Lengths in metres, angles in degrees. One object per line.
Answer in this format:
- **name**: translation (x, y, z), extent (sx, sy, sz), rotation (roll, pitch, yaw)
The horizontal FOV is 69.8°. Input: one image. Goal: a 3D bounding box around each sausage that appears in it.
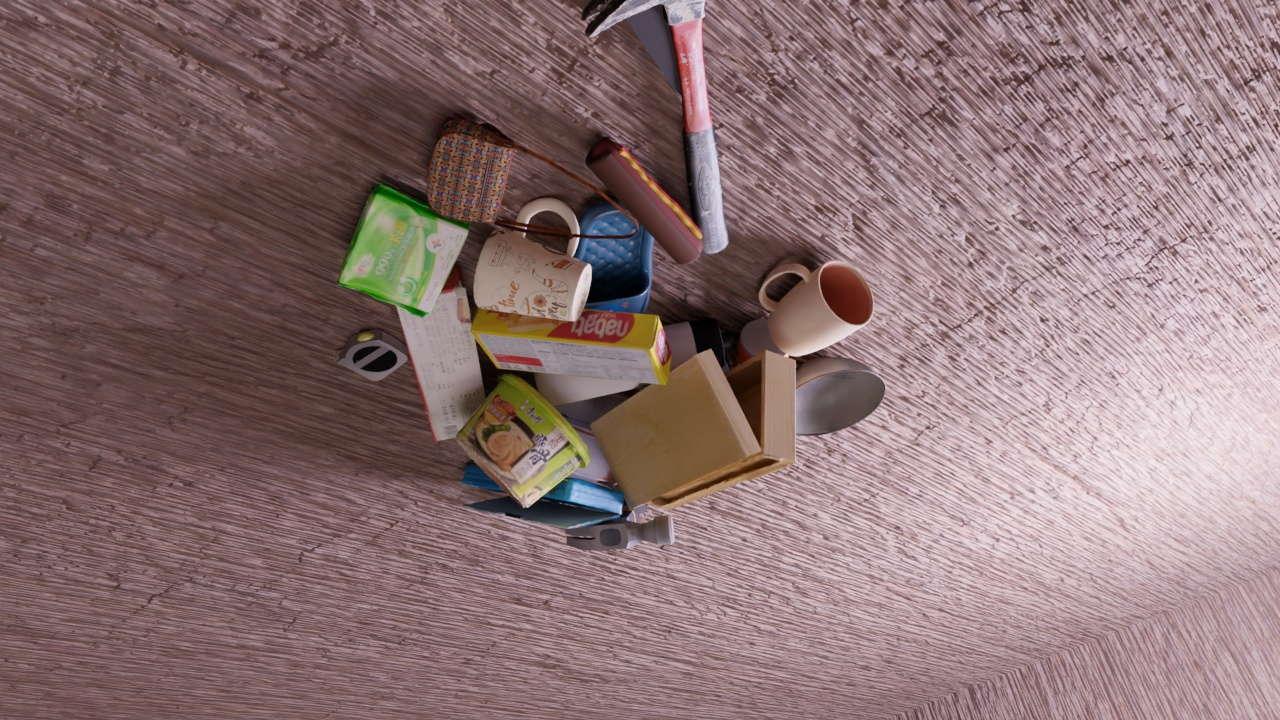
- **sausage**: translation (0.008, -0.150, 0.870), extent (0.040, 0.040, 0.155), rotation (-30, 126, 24)

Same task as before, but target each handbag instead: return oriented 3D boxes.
- **handbag**: translation (-0.094, -0.154, 0.831), extent (0.195, 0.043, 0.094), rotation (16, 132, -7)

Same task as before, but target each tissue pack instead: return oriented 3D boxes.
- **tissue pack**: translation (-0.224, -0.103, 0.873), extent (0.099, 0.034, 0.114), rotation (21, 112, -23)

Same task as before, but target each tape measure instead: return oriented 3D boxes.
- **tape measure**: translation (-0.301, -0.007, 1.030), extent (0.065, 0.016, 0.064), rotation (-29, 141, 23)

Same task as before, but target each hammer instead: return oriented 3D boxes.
- **hammer**: translation (-0.017, 0.216, 1.255), extent (0.139, 0.035, 0.312), rotation (-7, 178, 5)
- **hammer**: translation (0.042, -0.211, 0.831), extent (0.140, 0.036, 0.327), rotation (-14, 144, 1)

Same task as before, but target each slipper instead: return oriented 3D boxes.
- **slipper**: translation (-0.031, -0.082, 0.965), extent (0.103, 0.059, 0.214), rotation (-2, 142, -16)

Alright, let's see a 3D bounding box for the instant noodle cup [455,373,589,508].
- **instant noodle cup**: translation (-0.139, 0.096, 1.056), extent (0.097, 0.146, 0.146), rotation (-44, 146, -15)

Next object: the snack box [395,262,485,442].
- **snack box**: translation (-0.222, -0.001, 1.038), extent (0.076, 0.044, 0.273), rotation (-11, 145, -10)

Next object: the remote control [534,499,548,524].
- **remote control**: translation (-0.135, 0.183, 1.304), extent (0.022, 0.050, 0.134), rotation (-19, 153, -36)

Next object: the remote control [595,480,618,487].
- **remote control**: translation (-0.085, 0.189, 1.354), extent (0.124, 0.010, 0.039), rotation (10, 139, -25)

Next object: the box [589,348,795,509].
- **box**: translation (0.061, 0.088, 1.071), extent (0.148, 0.140, 0.249), rotation (6, 156, -30)

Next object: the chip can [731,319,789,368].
- **chip can**: translation (0.140, 0.038, 1.165), extent (0.062, 0.062, 0.211), rotation (-5, 143, -9)

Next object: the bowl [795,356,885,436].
- **bowl**: translation (0.237, 0.037, 1.193), extent (0.150, 0.056, 0.151), rotation (-8, 144, -6)

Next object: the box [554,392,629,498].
- **box**: translation (-0.060, 0.100, 1.213), extent (0.216, 0.063, 0.157), rotation (23, 124, -37)

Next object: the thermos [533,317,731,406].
- **thermos**: translation (-0.007, 0.006, 1.087), extent (0.230, 0.068, 0.101), rotation (-12, 155, -1)

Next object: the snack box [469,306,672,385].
- **snack box**: translation (-0.072, -0.018, 0.975), extent (0.201, 0.042, 0.092), rotation (5, 155, 16)

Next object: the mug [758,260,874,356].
- **mug**: translation (0.187, -0.062, 1.038), extent (0.111, 0.085, 0.105), rotation (36, 141, -12)

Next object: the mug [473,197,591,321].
- **mug**: translation (-0.098, -0.098, 0.899), extent (0.097, 0.122, 0.081), rotation (15, -174, 8)

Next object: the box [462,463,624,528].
- **box**: translation (-0.134, 0.181, 1.189), extent (0.090, 0.066, 0.244), rotation (22, 165, -39)
